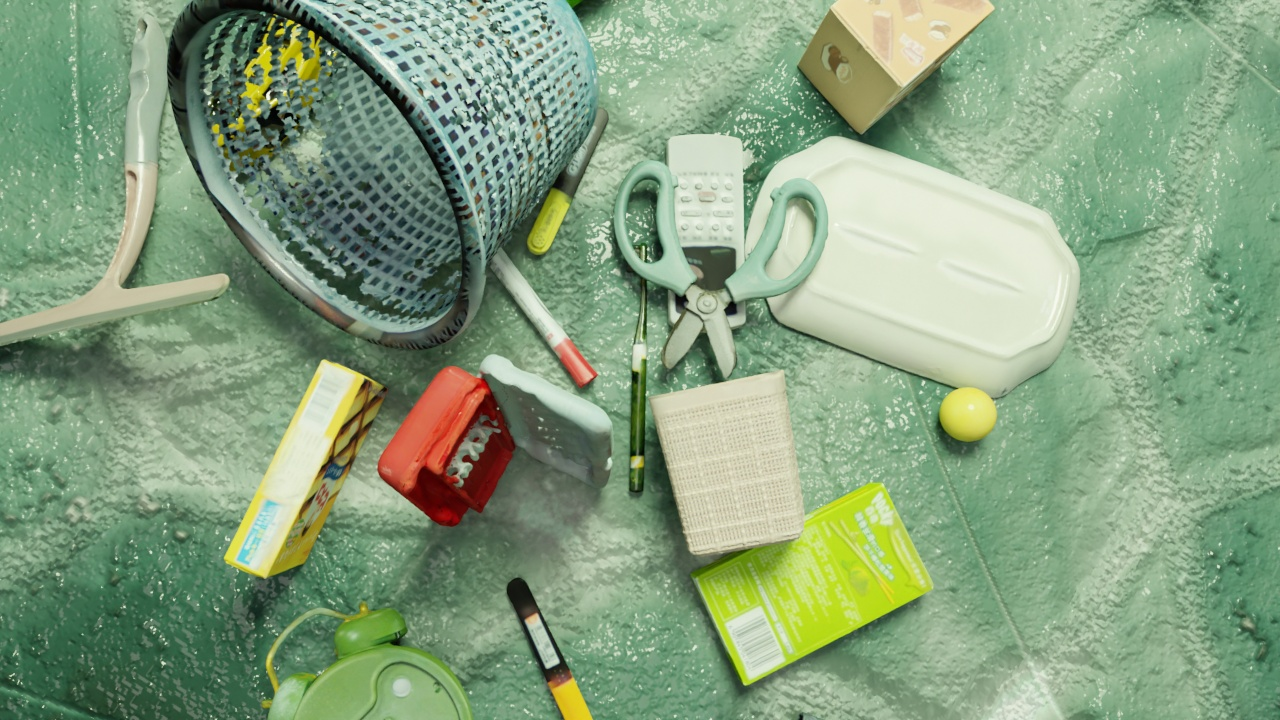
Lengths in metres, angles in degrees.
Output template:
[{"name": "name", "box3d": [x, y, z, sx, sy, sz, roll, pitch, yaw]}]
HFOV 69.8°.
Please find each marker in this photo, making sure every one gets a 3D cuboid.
[{"name": "marker", "box3d": [-0.064, 0.211, 0.649, 0.018, 0.015, 0.124, -26, 84, -9]}, {"name": "marker", "box3d": [-0.054, -0.136, 0.687, 0.018, 0.015, 0.124, 25, 81, -5]}, {"name": "marker", "box3d": [-0.081, -0.042, 0.674, 0.017, 0.017, 0.145, -37, 88, -8]}]

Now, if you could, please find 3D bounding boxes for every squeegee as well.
[{"name": "squeegee", "box3d": [-0.354, -0.130, 0.638, 0.248, 0.040, 0.249, -8, 70, 23]}]

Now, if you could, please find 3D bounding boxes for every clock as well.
[{"name": "clock", "box3d": [-0.181, 0.236, 0.614, 0.161, 0.056, 0.116, 45, 81, 1]}]

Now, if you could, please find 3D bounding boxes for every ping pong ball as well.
[{"name": "ping pong ball", "box3d": [0.243, 0.040, 0.681, 0.040, 0.040, 0.040, 1, 84, -5]}]

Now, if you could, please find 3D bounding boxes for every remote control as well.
[{"name": "remote control", "box3d": [0.049, -0.096, 0.689, 0.058, 0.021, 0.150, 0, 83, -5]}]

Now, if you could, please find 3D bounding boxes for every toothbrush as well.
[{"name": "toothbrush", "box3d": [-0.004, 0.004, 0.678, 0.017, 0.012, 0.185, 1, 84, 1]}]

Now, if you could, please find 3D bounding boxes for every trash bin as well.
[{"name": "trash bin", "box3d": [-0.135, -0.151, 0.579, 0.226, 0.227, 0.194, 40, 50, 0]}]

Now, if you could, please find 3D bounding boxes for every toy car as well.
[{"name": "toy car", "box3d": [-0.253, -0.198, 0.649, 0.041, 0.071, 0.155, 31, 84, 3]}]

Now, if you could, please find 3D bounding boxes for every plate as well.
[{"name": "plate", "box3d": [0.213, -0.075, 0.694, 0.265, 0.034, 0.162, 21, 82, -3]}]

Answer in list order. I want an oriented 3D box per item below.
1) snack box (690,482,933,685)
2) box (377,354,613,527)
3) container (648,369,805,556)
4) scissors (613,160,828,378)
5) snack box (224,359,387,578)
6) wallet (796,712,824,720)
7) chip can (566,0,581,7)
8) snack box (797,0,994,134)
[{"name": "snack box", "box3d": [0.124, 0.160, 0.665, 0.156, 0.026, 0.086, -26, 87, -7]}, {"name": "box", "box3d": [-0.078, 0.068, 0.566, 0.100, 0.202, 0.102, 31, 75, 6]}, {"name": "container", "box3d": [0.065, 0.069, 0.633, 0.090, 0.090, 0.111, -12, 88, 10]}, {"name": "scissors", "box3d": [0.042, -0.083, 0.666, 0.181, 0.019, 0.170, 36, 90, 7]}, {"name": "snack box", "box3d": [-0.219, 0.071, 0.613, 0.034, 0.087, 0.140, 26, 82, -2]}, {"name": "wallet", "box3d": [0.134, 0.316, 0.635, 0.097, 0.019, 0.120, 22, 83, -8]}, {"name": "chip can", "box3d": [-0.016, -0.330, 0.684, 0.236, 0.072, 0.072, -36, 88, -7]}, {"name": "snack box", "box3d": [0.185, -0.239, 0.680, 0.094, 0.093, 0.077, -41, 89, -8]}]
